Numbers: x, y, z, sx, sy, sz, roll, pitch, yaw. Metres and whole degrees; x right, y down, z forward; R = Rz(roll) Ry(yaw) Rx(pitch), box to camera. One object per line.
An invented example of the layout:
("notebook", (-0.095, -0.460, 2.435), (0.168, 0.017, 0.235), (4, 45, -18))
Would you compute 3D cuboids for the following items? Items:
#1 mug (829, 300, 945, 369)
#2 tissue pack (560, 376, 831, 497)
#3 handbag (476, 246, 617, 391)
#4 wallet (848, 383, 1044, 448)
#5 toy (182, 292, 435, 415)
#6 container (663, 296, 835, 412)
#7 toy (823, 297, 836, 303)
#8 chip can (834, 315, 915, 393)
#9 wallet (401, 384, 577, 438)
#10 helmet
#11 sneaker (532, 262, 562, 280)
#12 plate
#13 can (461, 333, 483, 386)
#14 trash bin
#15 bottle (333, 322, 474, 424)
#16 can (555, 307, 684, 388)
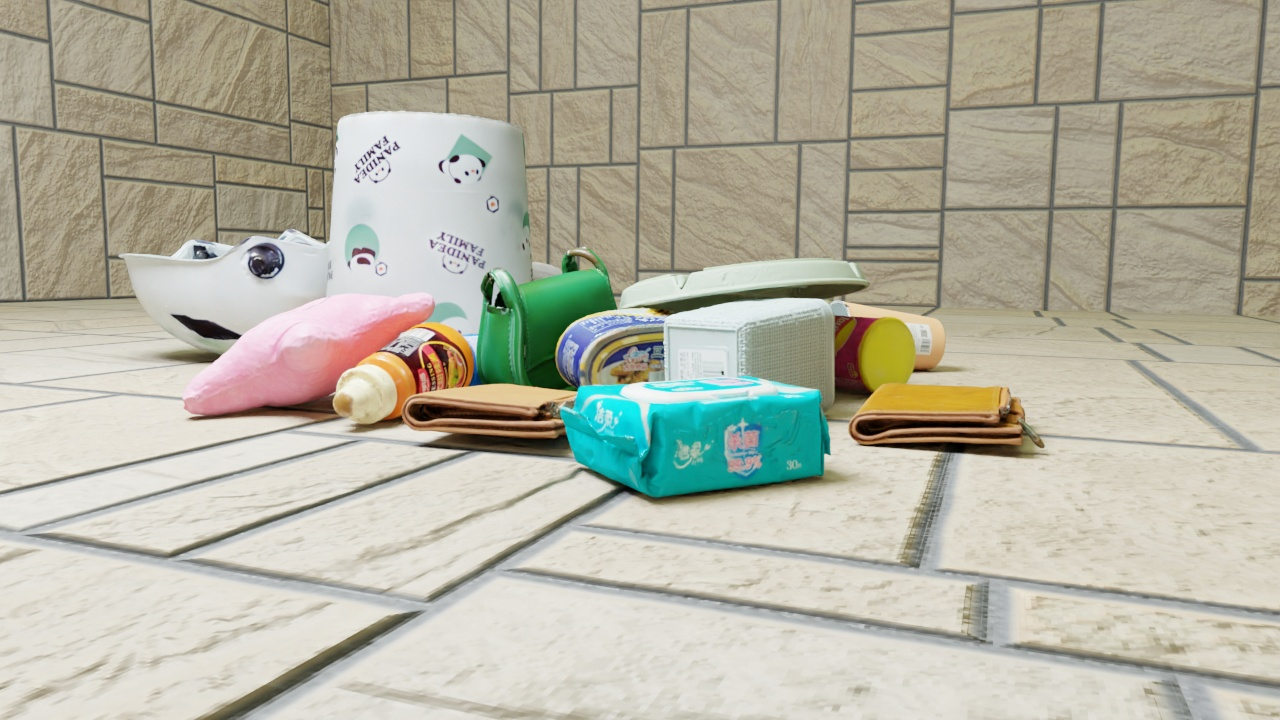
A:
("mug", (0.271, -0.023, 1.022), (0.122, 0.078, 0.078), (4, 5, -13))
("tissue pack", (0.029, 0.038, 0.507), (0.133, 0.050, 0.093), (-3, 8, -29))
("handbag", (-0.078, -0.029, 0.780), (0.068, 0.120, 0.131), (7, 19, 43))
("wallet", (0.214, 0.034, 0.633), (0.119, 0.035, 0.130), (3, 8, 22))
("toy", (-0.275, -0.002, 0.733), (0.179, 0.074, 0.194), (-21, 5, 34))
("container", (0.080, 0.001, 0.697), (0.090, 0.090, 0.111), (6, 11, 43))
("toy", (0.182, -0.043, 1.082), (0.105, 0.066, 0.157), (-40, -20, 0))
("chip can", (0.163, -0.013, 0.901), (0.071, 0.071, 0.211), (-4, 7, -34))
("wallet", (-0.081, 0.033, 0.622), (0.108, 0.031, 0.131), (4, 3, 16))
("helmet", (-0.460, -0.075, 1.086), (0.229, 0.146, 0.257), (5, 15, 43))
("sneaker", (-0.180, -0.049, 1.157), (0.242, 0.087, 0.118), (-20, -32, 39))
("plate", (0.091, -0.065, 0.837), (0.230, 0.027, 0.230), (-5, -2, 0))
("can", (-0.119, 0.000, 0.831), (0.053, 0.053, 0.134), (6, 8, 41))
("trash bin", (-0.211, -0.111, 0.935), (0.229, 0.252, 0.229), (2, 6, 0))
("bottle", (-0.180, 0.014, 0.686), (0.067, 0.067, 0.149), (2, 13, 15))
("can", (0.007, -0.002, 0.755), (0.148, 0.075, 0.049), (-2, 18, -29))
